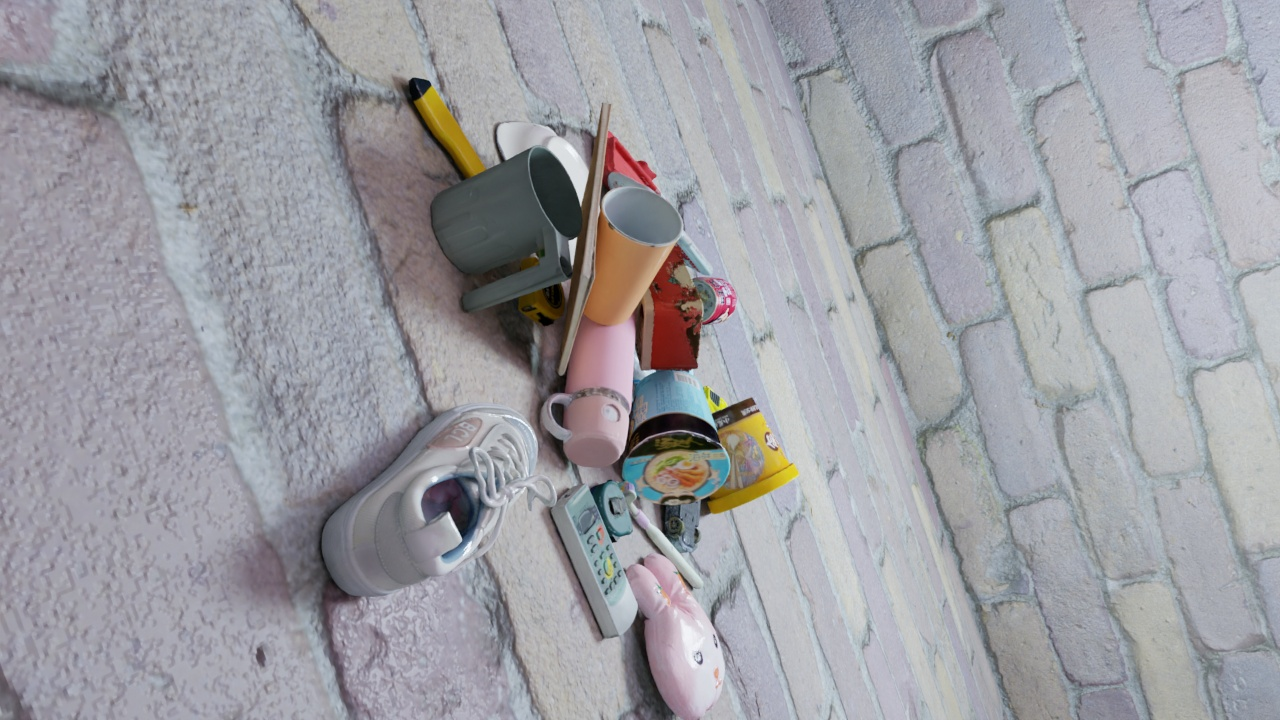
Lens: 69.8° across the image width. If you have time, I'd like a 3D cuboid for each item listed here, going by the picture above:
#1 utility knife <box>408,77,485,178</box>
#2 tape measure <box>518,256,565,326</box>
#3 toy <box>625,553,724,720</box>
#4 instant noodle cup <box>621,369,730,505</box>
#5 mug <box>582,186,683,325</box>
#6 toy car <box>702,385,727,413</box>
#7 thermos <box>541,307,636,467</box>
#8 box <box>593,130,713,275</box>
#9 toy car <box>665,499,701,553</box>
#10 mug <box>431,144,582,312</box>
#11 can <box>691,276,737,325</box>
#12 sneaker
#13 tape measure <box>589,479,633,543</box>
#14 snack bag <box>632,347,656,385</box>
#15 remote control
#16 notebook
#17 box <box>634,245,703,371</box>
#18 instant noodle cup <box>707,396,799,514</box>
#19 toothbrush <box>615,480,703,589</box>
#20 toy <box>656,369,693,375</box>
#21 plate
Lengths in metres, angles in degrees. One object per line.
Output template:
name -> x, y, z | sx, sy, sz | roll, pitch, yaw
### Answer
utility knife -> -0.165, -0.189, 0.835 | 0.154, 0.015, 0.033 | 59, 32, -30
tape measure -> -0.097, -0.063, 0.876 | 0.057, 0.029, 0.060 | 37, 43, -54
toy -> 0.034, 0.268, 0.899 | 0.159, 0.054, 0.121 | 65, 21, 6
instant noodle cup -> 0.033, 0.076, 0.988 | 0.111, 0.111, 0.120 | 54, 19, -36
mug -> -0.018, -0.094, 0.871 | 0.078, 0.123, 0.078 | 13, 47, -14
toy car -> 0.106, 0.080, 1.231 | 0.105, 0.032, 0.048 | 60, 25, -30
thermos -> -0.048, 0.008, 0.899 | 0.087, 0.067, 0.198 | 25, 45, -21
box -> 0.014, -0.197, 1.196 | 0.201, 0.065, 0.159 | 42, 16, -51
toy car -> 0.047, 0.156, 1.032 | 0.054, 0.037, 0.120 | 38, 50, -55
mug -> -0.112, -0.108, 0.779 | 0.083, 0.104, 0.123 | 32, 45, -57
can -> 0.091, -0.083, 1.277 | 0.093, 0.067, 0.066 | -10, 82, -67
sneaker -> -0.114, 0.081, 0.644 | 0.089, 0.091, 0.241 | 69, 22, -9
tape measure -> -0.029, 0.144, 0.878 | 0.054, 0.025, 0.058 | -1, 73, -68
snack bag -> -0.006, 0.006, 1.035 | 0.104, 0.026, 0.048 | 49, 18, -41
remote control -> -0.040, 0.182, 0.831 | 0.135, 0.019, 0.056 | 68, 22, -8
notebook -> -0.052, -0.112, 0.851 | 0.150, 0.012, 0.211 | 111, -14, -54
box -> 0.030, -0.063, 1.014 | 0.168, 0.077, 0.091 | -105, -164, -59
instant noodle cup -> 0.119, 0.115, 1.137 | 0.114, 0.119, 0.118 | 66, 22, 7
toothbrush -> 0.024, 0.190, 0.974 | 0.020, 0.029, 0.189 | -47, 127, -17
toy -> 0.037, -0.016, 1.123 | 0.156, 0.050, 0.161 | 15, 57, -69
plate -> -0.085, -0.183, 0.991 | 0.163, 0.034, 0.164 | -30, 102, -67
